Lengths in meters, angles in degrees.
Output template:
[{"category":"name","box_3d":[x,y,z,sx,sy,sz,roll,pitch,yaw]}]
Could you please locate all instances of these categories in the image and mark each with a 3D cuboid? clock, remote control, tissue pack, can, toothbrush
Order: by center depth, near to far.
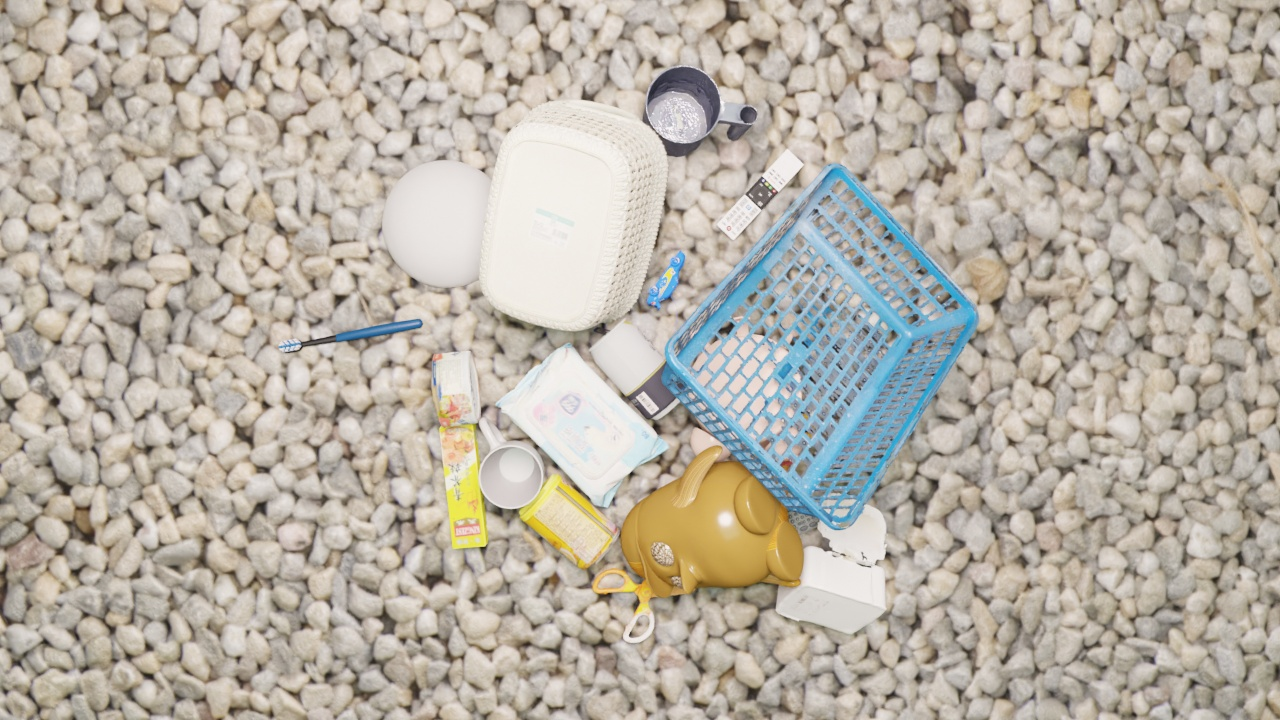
[{"category":"can","box_3d":[-0.211,0.033,1.053,0.043,0.086,0.086,-7,93,-3]},{"category":"clock","box_3d":[0.121,0.036,1.056,0.131,0.086,0.160,-2,80,10]},{"category":"tissue pack","box_3d":[-0.066,0.076,1.072,0.112,0.070,0.182,-44,95,-1]},{"category":"can","box_3d":[-0.006,0.006,1.074,0.064,0.064,0.127,-42,94,-1]},{"category":"can","box_3d":[-0.084,0.189,1.078,0.105,0.067,0.067,42,90,-5]},{"category":"toothbrush","box_3d":[-0.340,-0.030,1.080,0.167,0.014,0.014,-10,82,-2]},{"category":"remote control","box_3d":[0.143,-0.198,1.097,0.028,0.012,0.124,43,90,-4]},{"category":"remote control","box_3d":[0.167,0.206,1.118,0.136,0.013,0.033,-23,93,-2]}]

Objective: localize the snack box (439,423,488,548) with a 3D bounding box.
[{"category":"snack box","box_3d":[-0.209,0.147,1.088,0.040,0.029,0.148,-6,93,-2]}]

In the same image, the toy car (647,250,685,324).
[{"category":"toy car","box_3d":[0.044,-0.076,1.085,0.062,0.033,0.092,35,91,3]}]

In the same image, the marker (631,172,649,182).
[{"category":"marker","box_3d":[-0.034,-0.211,1.075,0.126,0.025,0.025,-2,93,-10]}]

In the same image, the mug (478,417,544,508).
[{"category":"mug","box_3d":[-0.155,0.111,1.058,0.071,0.089,0.107,-30,94,-2]}]

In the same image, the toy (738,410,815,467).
[{"category":"toy","box_3d":[0.162,0.088,1.099,0.103,0.046,0.084,-20,78,-6]}]

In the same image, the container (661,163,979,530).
[{"category":"container","box_3d":[0.192,-0.018,1.000,0.257,0.089,0.361,46,58,-4]}]

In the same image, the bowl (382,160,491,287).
[{"category":"bowl","box_3d":[-0.228,-0.160,1.064,0.149,0.043,0.149,0,93,-3]}]

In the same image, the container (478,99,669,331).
[{"category":"container","box_3d":[-0.078,-0.149,0.989,0.184,0.142,0.246,15,110,7]}]

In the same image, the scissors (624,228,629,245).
[{"category":"scissors","box_3d":[-0.077,-0.160,1.088,0.173,0.014,0.141,4,95,-5]}]

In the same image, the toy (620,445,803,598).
[{"category":"toy","box_3d":[0.066,0.196,1.032,0.204,0.162,0.199,-19,114,31]}]

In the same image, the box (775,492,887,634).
[{"category":"box","box_3d":[0.233,0.232,1.093,0.108,0.126,0.136,16,51,-7]}]

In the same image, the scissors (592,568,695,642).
[{"category":"scissors","box_3d":[0.005,0.287,1.114,0.125,0.011,0.127,-1,91,-4]}]

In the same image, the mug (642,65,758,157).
[{"category":"mug","box_3d":[0.064,-0.276,1.043,0.124,0.104,0.084,7,92,-4]}]
